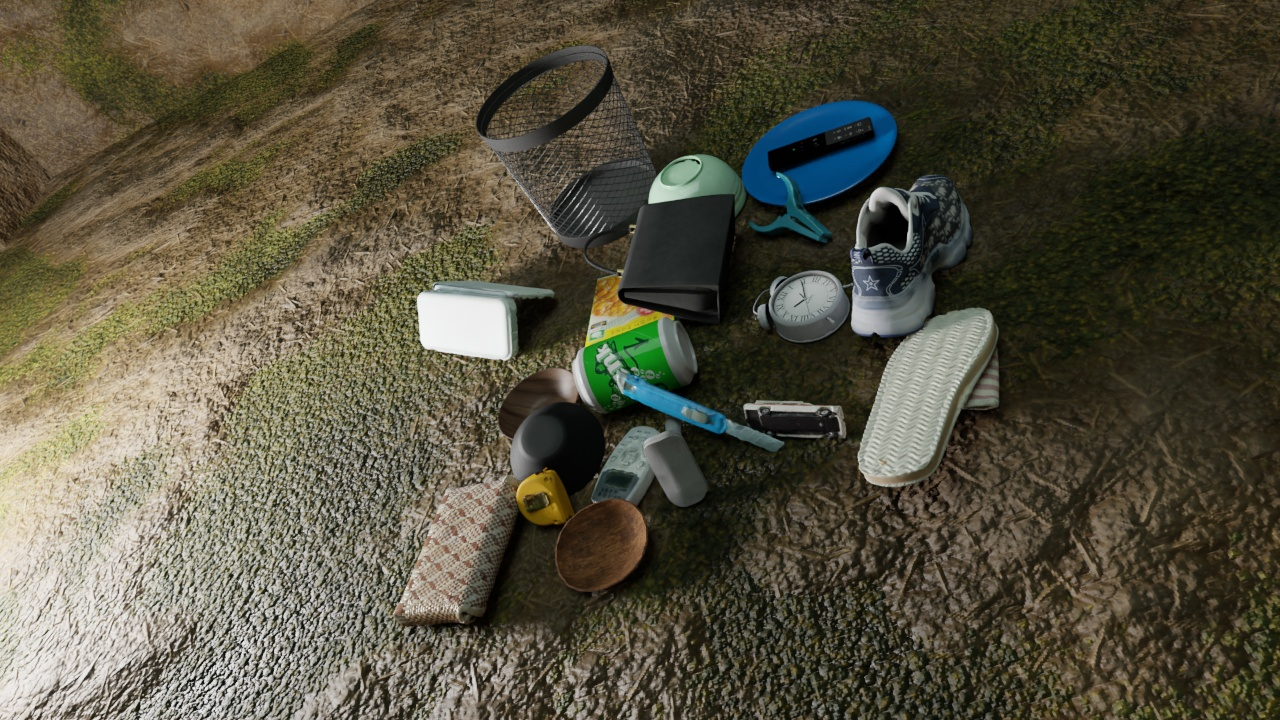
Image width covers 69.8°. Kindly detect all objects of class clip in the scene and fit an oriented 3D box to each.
[{"bbox_3d":[0.191,-0.190,1.236,0.120,0.033,0.122,-29,68,33],"label":"clip"}]

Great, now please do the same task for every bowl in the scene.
[{"bbox_3d":[-0.038,0.205,1.005,0.114,0.026,0.101,-24,51,15],"label":"bowl"},{"bbox_3d":[-0.127,0.065,1.198,0.119,0.032,0.119,-18,43,17],"label":"bowl"},{"bbox_3d":[-0.110,0.100,1.105,0.124,0.052,0.124,-6,66,15],"label":"bowl"},{"bbox_3d":[0.073,-0.249,1.345,0.151,0.077,0.150,-17,44,17],"label":"bowl"}]

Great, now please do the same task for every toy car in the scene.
[{"bbox_3d":[0.171,0.062,1.009,0.113,0.039,0.038,-1,29,31],"label":"toy car"}]

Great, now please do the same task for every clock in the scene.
[{"bbox_3d":[0.194,-0.068,1.120,0.123,0.035,0.094,9,55,37],"label":"clock"}]

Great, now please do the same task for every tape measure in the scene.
[{"bbox_3d":[-0.116,0.161,1.073,0.059,0.068,0.030,-16,7,26],"label":"tape measure"}]

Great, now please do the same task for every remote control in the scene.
[{"bbox_3d":[-0.012,0.127,1.067,0.060,0.028,0.114,8,55,38],"label":"remote control"},{"bbox_3d":[0.252,-0.304,1.291,0.150,0.013,0.034,-15,44,20],"label":"remote control"}]

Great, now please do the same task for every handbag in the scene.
[{"bbox_3d":[0.019,-0.144,1.232,0.196,0.072,0.175,5,50,11],"label":"handbag"},{"bbox_3d":[-0.209,0.228,1.083,0.124,0.047,0.185,-13,44,33],"label":"handbag"}]

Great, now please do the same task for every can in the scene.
[{"bbox_3d":[-0.007,0.007,1.136,0.140,0.088,0.087,-20,42,15],"label":"can"}]

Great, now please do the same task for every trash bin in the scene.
[{"bbox_3d":[-0.099,-0.319,1.407,0.218,0.227,0.217,-18,43,17],"label":"trash bin"}]

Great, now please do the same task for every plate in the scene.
[{"bbox_3d":[0.254,-0.290,1.307,0.225,0.024,0.223,-18,43,17],"label":"plate"}]

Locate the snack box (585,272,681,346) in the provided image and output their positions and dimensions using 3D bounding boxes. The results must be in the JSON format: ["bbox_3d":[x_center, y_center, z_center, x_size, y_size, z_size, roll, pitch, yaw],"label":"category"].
[{"bbox_3d":[-0.007,-0.065,1.253,0.132,0.027,0.167,-13,45,21],"label":"snack box"}]

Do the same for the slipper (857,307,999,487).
[{"bbox_3d":[0.298,0.039,0.926,0.115,0.052,0.262,-7,33,42],"label":"slipper"}]

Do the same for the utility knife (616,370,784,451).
[{"bbox_3d":[0.063,0.059,1.050,0.220,0.031,0.015,20,27,24],"label":"utility knife"}]

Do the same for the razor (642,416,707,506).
[{"bbox_3d":[0.039,0.098,1.042,0.047,0.088,0.116,-24,22,11],"label":"razor"}]

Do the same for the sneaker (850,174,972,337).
[{"bbox_3d":[0.302,-0.154,1.051,0.103,0.132,0.268,2,43,37],"label":"sneaker"}]

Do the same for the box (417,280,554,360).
[{"bbox_3d":[-0.234,-0.062,1.390,0.211,0.105,0.128,11,16,43],"label":"box"}]
